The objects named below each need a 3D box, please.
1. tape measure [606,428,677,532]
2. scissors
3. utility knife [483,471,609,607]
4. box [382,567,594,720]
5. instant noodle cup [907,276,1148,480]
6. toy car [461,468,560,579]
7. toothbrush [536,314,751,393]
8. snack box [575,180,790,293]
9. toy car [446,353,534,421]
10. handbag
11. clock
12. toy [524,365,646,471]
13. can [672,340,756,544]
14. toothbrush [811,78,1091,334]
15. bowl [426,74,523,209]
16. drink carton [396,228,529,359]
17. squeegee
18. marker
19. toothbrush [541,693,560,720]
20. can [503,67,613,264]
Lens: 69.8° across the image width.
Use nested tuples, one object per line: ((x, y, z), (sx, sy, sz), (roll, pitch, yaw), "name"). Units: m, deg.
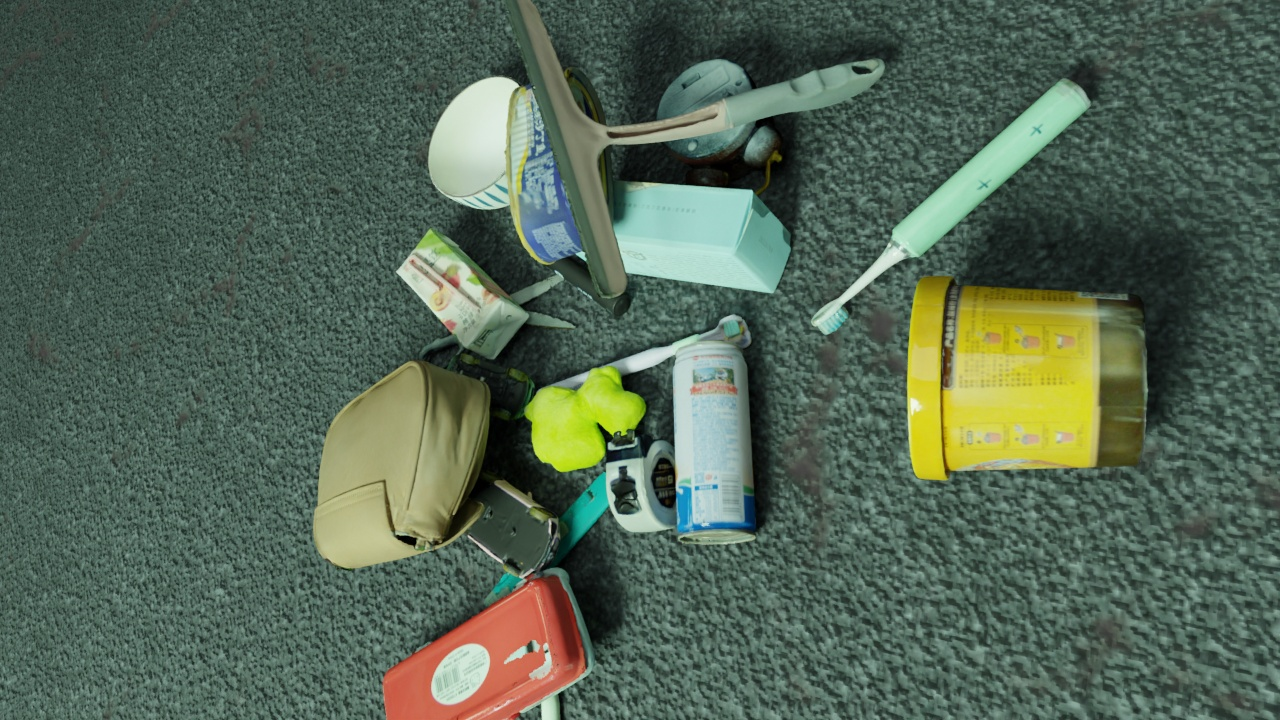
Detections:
((0.005, 0.087, 0.645), (0.034, 0.065, 0.066), (-13, 66, 32), "tape measure")
((-0.133, -0.042, 0.806), (0.178, 0.014, 0.159), (40, 97, 33), "scissors")
((-0.058, 0.130, 0.702), (0.187, 0.013, 0.029), (-48, 56, 10), "utility knife")
((-0.115, 0.227, 0.679), (0.202, 0.046, 0.086), (-37, 57, 29), "box")
((0.216, 0.010, 0.515), (0.115, 0.118, 0.118), (0, 74, 24), "instant noodle cup")
((-0.104, 0.127, 0.714), (0.122, 0.037, 0.056), (25, 89, 43), "toy car")
((-0.004, 0.004, 0.708), (0.190, 0.029, 0.021), (-19, 25, 27), "toothbrush")
((0.019, -0.096, 0.692), (0.175, 0.074, 0.051), (12, 80, 34), "snack box")
((-0.126, 0.023, 0.765), (0.091, 0.036, 0.043), (16, 82, 35), "toy car")
((-0.186, 0.087, 0.728), (0.205, 0.099, 0.147), (-23, 55, 50), "handbag")
((0.062, -0.172, 0.702), (0.082, 0.055, 0.121), (-29, 62, 20), "clock")
((-0.045, 0.048, 0.706), (0.100, 0.031, 0.096), (-51, 62, 17), "toy")
((0.050, 0.057, 0.635), (0.053, 0.053, 0.134), (-11, 69, 28), "can")
((0.200, -0.098, 0.609), (0.225, 0.027, 0.026), (-43, 21, 13), "toothbrush")
((-0.124, -0.185, 0.815), (0.117, 0.066, 0.116), (-11, 68, 29), "bowl")
((-0.156, -0.059, 0.791), (0.053, 0.045, 0.122), (-50, 59, 6), "drink carton")
((0.053, -0.174, 0.642), (0.249, 0.040, 0.247), (-15, 71, -9), "squeegee")
((-0.058, -0.077, 0.762), (0.132, 0.020, 0.022), (37, 111, 32), "marker")
((-0.067, 0.264, 0.661), (0.029, 0.020, 0.189), (131, 137, -60), "toothbrush")
((-0.057, -0.143, 0.663), (0.049, 0.074, 0.148), (-15, 62, 22), "can")
